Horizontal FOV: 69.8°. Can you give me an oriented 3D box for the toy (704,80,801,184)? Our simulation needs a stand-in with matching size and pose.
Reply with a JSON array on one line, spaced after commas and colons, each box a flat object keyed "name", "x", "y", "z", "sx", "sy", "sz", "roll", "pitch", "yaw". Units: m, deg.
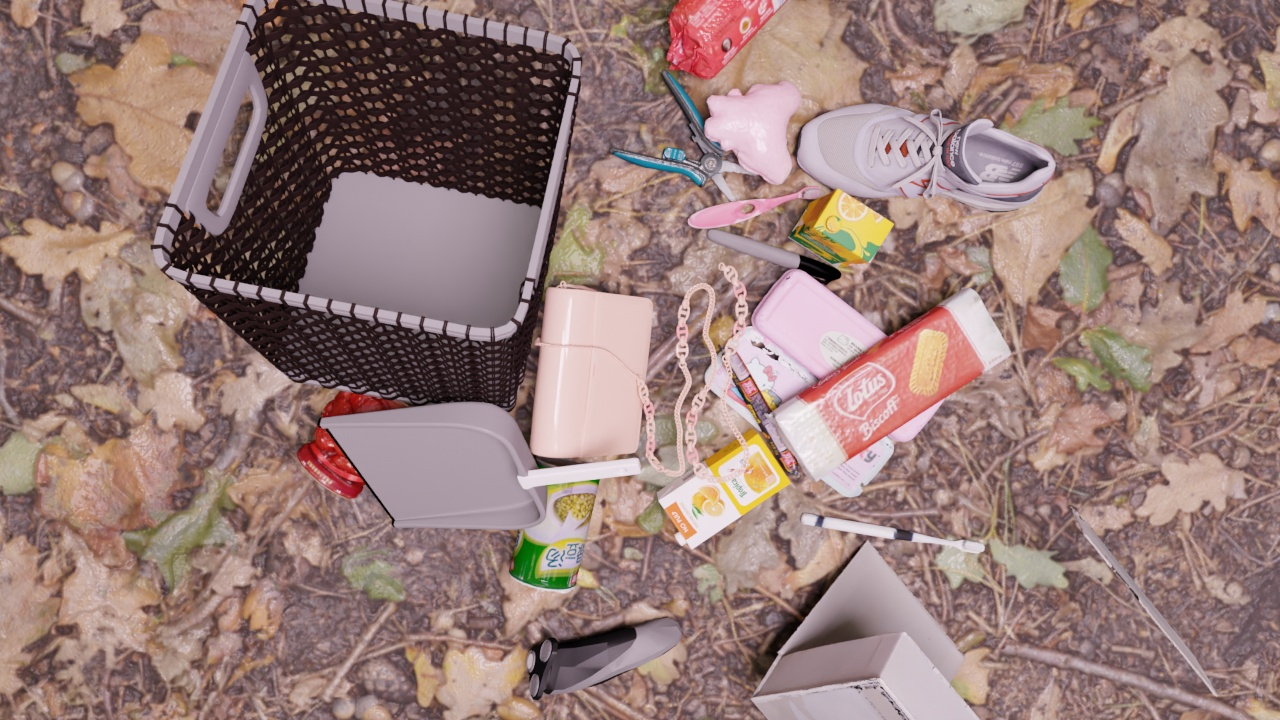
[{"name": "toy", "x": 0.104, "y": -0.222, "z": 0.869, "sx": 0.095, "sy": 0.053, "sz": 0.099, "roll": 8, "pitch": 89, "yaw": -18}]

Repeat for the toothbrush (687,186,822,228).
[{"name": "toothbrush", "x": 0.112, "y": -0.150, "z": 0.893, "sx": 0.135, "sy": 0.016, "sz": 0.022, "roll": -14, "pitch": 111, "yaw": -3}]

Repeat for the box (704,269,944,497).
[{"name": "box", "x": 0.181, "y": 0.024, "z": 0.898, "sx": 0.201, "sy": 0.041, "sz": 0.153, "roll": 38, "pitch": 93, "yaw": -3}]

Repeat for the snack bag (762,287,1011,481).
[{"name": "snack bag", "x": 0.232, "y": 0.022, "z": 0.861, "sx": 0.225, "sy": 0.041, "sz": 0.077, "roll": -33, "pitch": 96, "yaw": -1}]

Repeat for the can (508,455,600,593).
[{"name": "can", "x": -0.083, "y": 0.157, "z": 0.886, "sx": 0.067, "sy": 0.067, "sz": 0.121, "roll": 13, "pitch": 93, "yaw": -3}]

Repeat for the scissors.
[{"name": "scissors", "x": 0.046, "y": -0.215, "z": 0.888, "sx": 0.148, "sy": 0.019, "sz": 0.118, "roll": 8, "pitch": 97, "yaw": -8}]

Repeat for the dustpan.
[{"name": "dustpan", "x": -0.127, "y": 0.096, "z": 0.795, "sx": 0.258, "sy": 0.033, "sz": 0.163, "roll": -8, "pitch": 137, "yaw": 8}]

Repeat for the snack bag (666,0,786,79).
[{"name": "snack bag", "x": 0.092, "y": -0.342, "z": 0.850, "sx": 0.082, "sy": 0.082, "sz": 0.176, "roll": 43, "pitch": 91, "yaw": -4}]

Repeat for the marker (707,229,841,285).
[{"name": "marker", "x": 0.131, "y": -0.101, "z": 0.902, "sx": 0.138, "sy": 0.016, "sz": 0.022, "roll": 17, "pitch": 116, "yaw": -2}]

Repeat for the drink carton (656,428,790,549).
[{"name": "drink carton", "x": 0.078, "y": 0.127, "z": 0.902, "sx": 0.122, "sy": 0.040, "sz": 0.058, "roll": -34, "pitch": 94, "yaw": 1}]

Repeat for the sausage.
[{"name": "sausage", "x": 0.116, "y": 0.049, "z": 0.888, "sx": 0.020, "sy": 0.020, "sz": 0.155, "roll": -30, "pitch": 100, "yaw": 0}]

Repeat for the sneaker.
[{"name": "sneaker", "x": 0.271, "y": -0.192, "z": 0.843, "sx": 0.240, "sy": 0.124, "sz": 0.089, "roll": 9, "pitch": 93, "yaw": -2}]

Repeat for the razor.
[{"name": "razor", "x": -0.035, "y": 0.289, "z": 0.905, "sx": 0.156, "sy": 0.057, "sz": 0.060, "roll": -8, "pitch": 122, "yaw": -9}]

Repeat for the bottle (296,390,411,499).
[{"name": "bottle", "x": -0.253, "y": 0.072, "z": 0.862, "sx": 0.099, "sy": 0.099, "sz": 0.111, "roll": 40, "pitch": 88, "yaw": -4}]

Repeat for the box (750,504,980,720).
[{"name": "box", "x": 0.222, "y": 0.294, "z": 0.924, "sx": 0.165, "sy": 0.445, "sz": 0.167, "roll": -39, "pitch": 94, "yaw": 11}]

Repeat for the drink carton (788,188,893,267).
[{"name": "drink carton", "x": 0.183, "y": -0.120, "z": 0.847, "sx": 0.058, "sy": 0.122, "sz": 0.041, "roll": 31, "pitch": 93, "yaw": -4}]

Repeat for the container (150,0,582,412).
[{"name": "container", "x": -0.192, "y": -0.105, "z": 0.743, "sx": 0.245, "sy": 0.244, "sz": 0.247, "roll": 11, "pitch": 70, "yaw": -2}]

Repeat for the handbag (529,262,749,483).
[{"name": "handbag", "x": -0.004, "y": 0.006, "z": 0.819, "sx": 0.187, "sy": 0.116, "sz": 0.199, "roll": 8, "pitch": 94, "yaw": 36}]

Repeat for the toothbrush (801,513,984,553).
[{"name": "toothbrush", "x": 0.254, "y": 0.173, "z": 0.922, "sx": 0.187, "sy": 0.017, "sz": 0.012, "roll": 10, "pitch": 73, "yaw": -2}]
